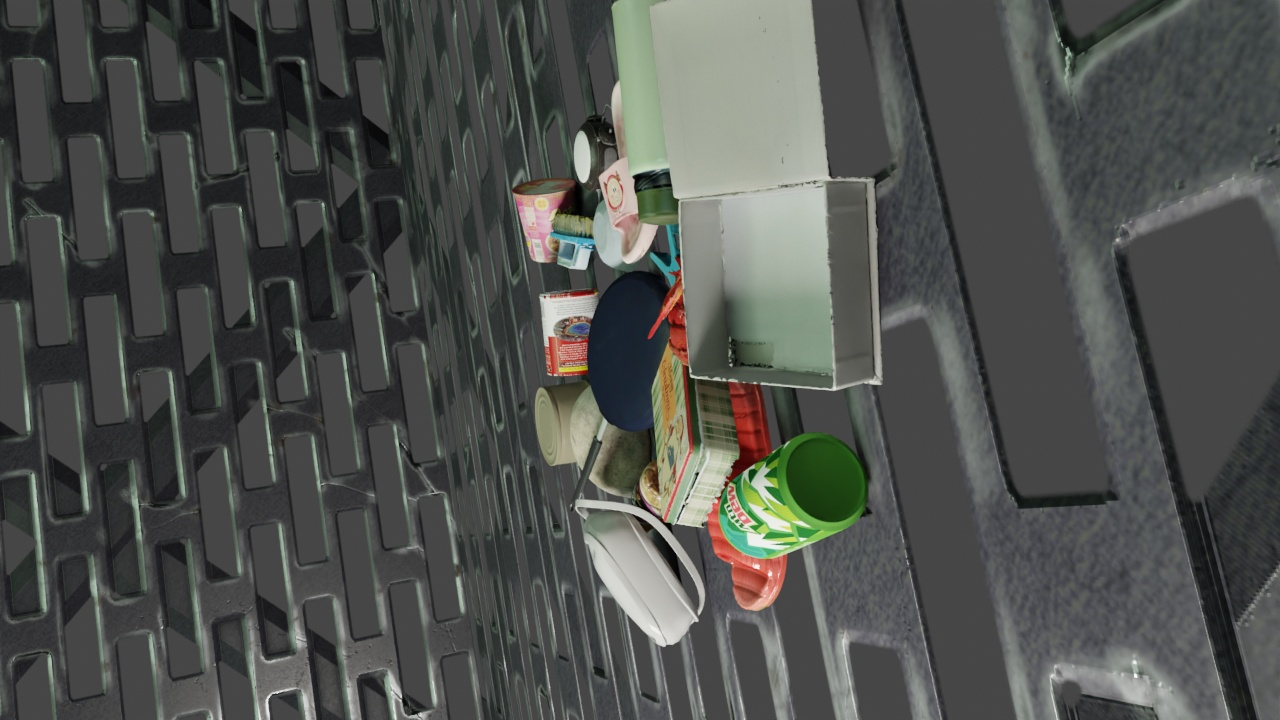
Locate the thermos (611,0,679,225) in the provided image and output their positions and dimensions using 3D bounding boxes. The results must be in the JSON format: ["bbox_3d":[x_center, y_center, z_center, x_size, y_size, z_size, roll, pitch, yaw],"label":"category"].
[{"bbox_3d":[0.022,-0.259,0.965,0.082,0.082,0.231,-177,81,-69],"label":"thermos"}]

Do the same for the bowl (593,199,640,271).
[{"bbox_3d":[-0.034,-0.166,1.187,0.106,0.039,0.106,172,90,-69],"label":"bowl"}]

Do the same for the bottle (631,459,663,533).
[{"bbox_3d":[0.015,0.178,1.148,0.166,0.059,0.059,114,144,-59],"label":"bottle"}]

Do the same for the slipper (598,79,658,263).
[{"bbox_3d":[-0.013,-0.227,1.086,0.107,0.055,0.221,172,95,-69],"label":"slipper"}]

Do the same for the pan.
[{"bbox_3d":[-0.038,0.055,1.166,0.198,0.021,0.357,49,127,45],"label":"pan"}]

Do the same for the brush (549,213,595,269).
[{"bbox_3d":[-0.085,-0.166,1.290,0.136,0.055,0.075,-152,67,-67],"label":"brush"}]

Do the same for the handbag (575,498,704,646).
[{"bbox_3d":[-0.010,0.259,1.172,0.216,0.095,0.223,55,167,3],"label":"handbag"}]

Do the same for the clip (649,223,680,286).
[{"bbox_3d":[0.048,-0.108,1.017,0.103,0.027,0.119,109,148,-54],"label":"clip"}]

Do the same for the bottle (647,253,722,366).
[{"bbox_3d":[0.064,-0.053,0.892,0.111,0.098,0.099,111,146,-44],"label":"bottle"}]

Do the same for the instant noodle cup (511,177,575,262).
[{"bbox_3d":[-0.139,-0.211,1.385,0.097,0.097,0.109,-135,35,-58],"label":"instant noodle cup"}]

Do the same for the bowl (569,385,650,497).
[{"bbox_3d":[-0.054,0.108,1.278,0.179,0.081,0.178,171,90,-68],"label":"bowl"}]

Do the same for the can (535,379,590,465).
[{"bbox_3d":[-0.113,0.098,1.434,0.128,0.073,0.128,172,90,-69],"label":"can"}]

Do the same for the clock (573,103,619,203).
[{"bbox_3d":[-0.060,-0.274,1.211,0.091,0.043,0.123,-123,32,-49],"label":"clock"}]

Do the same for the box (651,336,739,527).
[{"bbox_3d":[0.050,0.060,0.934,0.205,0.051,0.118,-92,18,-49],"label":"box"}]

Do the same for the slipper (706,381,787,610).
[{"bbox_3d":[0.095,0.134,0.927,0.104,0.059,0.249,-175,80,-69],"label":"slipper"}]

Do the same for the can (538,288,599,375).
[{"bbox_3d":[-0.098,-0.042,1.330,0.087,0.086,0.116,-165,68,-68],"label":"can"}]

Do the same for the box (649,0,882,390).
[{"bbox_3d":[0.088,-0.155,0.723,0.166,0.098,0.368,4,108,48],"label":"box"}]

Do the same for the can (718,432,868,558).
[{"bbox_3d":[0.128,0.122,0.799,0.144,0.083,0.083,128,131,-62],"label":"can"}]
